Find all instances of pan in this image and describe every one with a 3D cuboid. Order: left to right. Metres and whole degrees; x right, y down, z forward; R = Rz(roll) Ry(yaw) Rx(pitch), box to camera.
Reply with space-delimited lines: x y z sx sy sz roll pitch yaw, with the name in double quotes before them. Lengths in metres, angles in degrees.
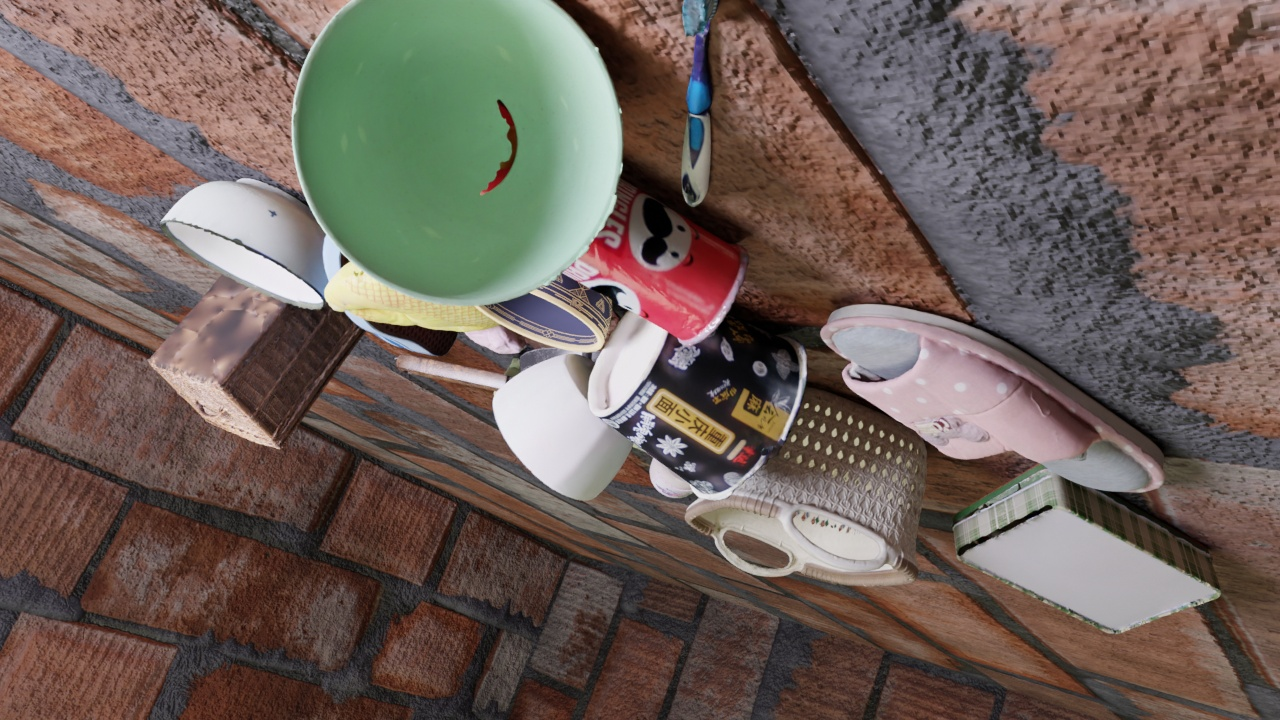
"pan" -0.088 0.030 0.876 0.357 0.040 0.207 5 163 21

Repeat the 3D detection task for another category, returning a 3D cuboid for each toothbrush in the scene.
"toothbrush" 0.027 -0.121 0.449 0.016 0.017 0.189 19 163 8

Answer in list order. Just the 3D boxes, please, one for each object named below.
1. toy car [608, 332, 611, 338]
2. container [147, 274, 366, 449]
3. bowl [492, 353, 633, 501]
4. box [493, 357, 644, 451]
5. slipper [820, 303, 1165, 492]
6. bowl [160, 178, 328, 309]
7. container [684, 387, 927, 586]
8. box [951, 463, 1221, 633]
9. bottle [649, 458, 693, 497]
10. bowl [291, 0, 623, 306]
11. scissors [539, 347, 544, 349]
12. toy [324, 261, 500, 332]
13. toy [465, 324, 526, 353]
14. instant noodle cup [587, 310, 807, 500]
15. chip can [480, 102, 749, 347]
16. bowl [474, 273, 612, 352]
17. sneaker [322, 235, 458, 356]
"toy car" -0.005 0.005 0.853 0.046 0.034 0.112 18 163 11
"container" -0.390 -0.023 0.960 0.114 0.198 0.113 16 151 23
"bowl" -0.052 0.045 0.720 0.116 0.066 0.116 42 -162 -17
"box" -0.062 0.047 1.017 0.187 0.044 0.141 21 -171 -1
"slipper" 0.240 0.040 0.622 0.274 0.054 0.114 26 163 -14
"bowl" -0.347 -0.114 0.840 0.153 0.072 0.153 19 163 6
"container" 0.152 0.124 0.841 0.184 0.142 0.247 22 164 -4
"box" 0.376 0.164 0.781 0.205 0.049 0.118 26 137 -17
"bottle" 0.035 0.105 0.872 0.051 0.051 0.146 22 165 0
"bowl" -0.088 -0.107 0.450 0.151 0.151 0.077 27 -173 -18
"scissors" -0.051 0.018 0.990 0.170 0.014 0.095 25 165 -3
"toy" -0.166 -0.060 0.751 0.155 0.064 0.170 -18 164 27
"toy" -0.146 -0.036 0.885 0.063 0.047 0.110 38 167 -35
"instant noodle cup" 0.034 0.018 0.666 0.112 0.137 0.137 29 162 -21
"chip can" -0.050 -0.093 0.543 0.233 0.073 0.073 28 162 -19
"bowl" -0.069 -0.059 0.686 0.112 0.061 0.112 20 163 6
"sneaker" -0.257 -0.067 0.863 0.098 0.083 0.241 18 166 14
